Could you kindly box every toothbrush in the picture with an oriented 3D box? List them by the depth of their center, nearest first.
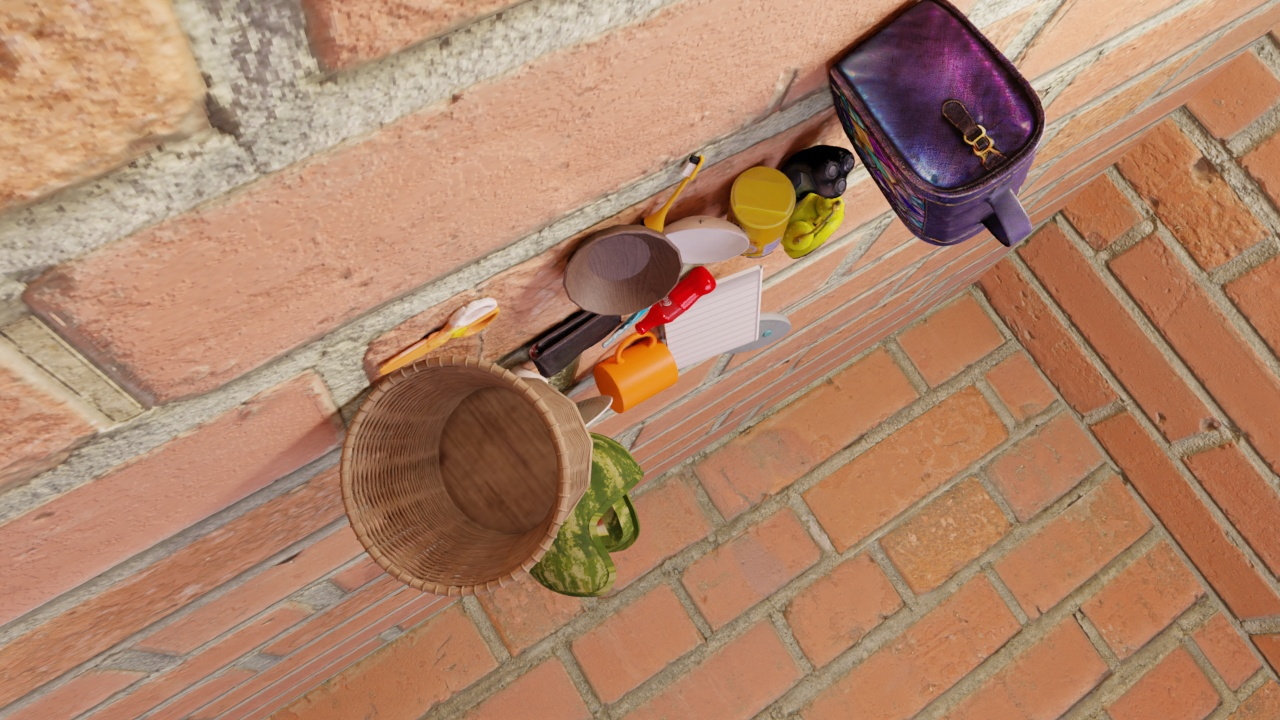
[{"bbox_3d":[0.010,-0.129,0.898,0.030,0.031,0.197,12,140,-26],"label":"toothbrush"}]

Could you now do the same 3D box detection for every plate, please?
[{"bbox_3d":[0.062,-0.131,0.965,0.104,0.026,0.104,0,166,0],"label":"plate"},{"bbox_3d":[-0.144,0.113,1.258,0.242,0.016,0.242,-26,-171,4],"label":"plate"}]

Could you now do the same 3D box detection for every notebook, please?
[{"bbox_3d":[0.103,-0.055,1.296,0.142,0.009,0.210,-20,154,-4],"label":"notebook"}]

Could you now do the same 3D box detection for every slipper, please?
[{"bbox_3d":[0.120,-0.056,1.379,0.268,0.054,0.098,2,143,-44],"label":"slipper"}]

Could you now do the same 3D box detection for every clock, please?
[{"bbox_3d":[0.198,-0.163,1.079,0.083,0.057,0.119,-45,-164,2],"label":"clock"}]

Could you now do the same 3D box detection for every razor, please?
[{"bbox_3d":[0.177,-0.188,1.009,0.053,0.067,0.152,-24,173,-26],"label":"razor"}]

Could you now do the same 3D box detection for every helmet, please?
[{"bbox_3d":[-0.116,0.235,1.493,0.243,0.247,0.212,6,-162,15],"label":"helmet"}]

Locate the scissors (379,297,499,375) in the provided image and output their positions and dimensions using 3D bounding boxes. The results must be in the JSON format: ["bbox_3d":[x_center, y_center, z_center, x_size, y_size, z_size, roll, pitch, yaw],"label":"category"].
[{"bbox_3d":[-0.187,-0.021,0.849,0.127,0.013,0.064,-31,167,-14],"label":"scissors"}]

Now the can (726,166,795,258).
[{"bbox_3d":[0.127,-0.157,0.988,0.067,0.067,0.105,-32,168,-6],"label":"can"}]

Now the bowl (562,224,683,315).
[{"bbox_3d":[-0.019,-0.093,0.887,0.118,0.030,0.118,-9,143,-7],"label":"bowl"}]

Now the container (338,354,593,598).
[{"bbox_3d":[-0.161,0.110,0.952,0.227,0.227,0.196,-35,174,8],"label":"container"}]

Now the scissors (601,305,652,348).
[{"bbox_3d":[-0.010,-0.051,1.132,0.133,0.011,0.138,-46,-175,-33],"label":"scissors"}]

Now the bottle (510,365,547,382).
[{"bbox_3d":[-0.160,0.078,1.079,0.146,0.051,0.051,-63,167,-1],"label":"bottle"}]

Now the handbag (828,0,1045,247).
[{"bbox_3d":[0.287,-0.201,0.860,0.125,0.222,0.204,-35,167,11],"label":"handbag"}]

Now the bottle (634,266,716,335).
[{"bbox_3d":[0.042,-0.073,1.172,0.119,0.036,0.036,-37,167,20],"label":"bottle"}]

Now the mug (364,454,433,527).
[{"bbox_3d":[-0.285,0.151,1.149,0.115,0.080,0.107,-57,175,-16],"label":"mug"}]

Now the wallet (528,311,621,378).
[{"bbox_3d":[-0.075,-0.029,1.072,0.120,0.031,0.099,-34,171,-7],"label":"wallet"}]

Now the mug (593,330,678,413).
[{"bbox_3d":[-0.008,0.008,1.298,0.095,0.077,0.113,-28,139,-22],"label":"mug"}]
